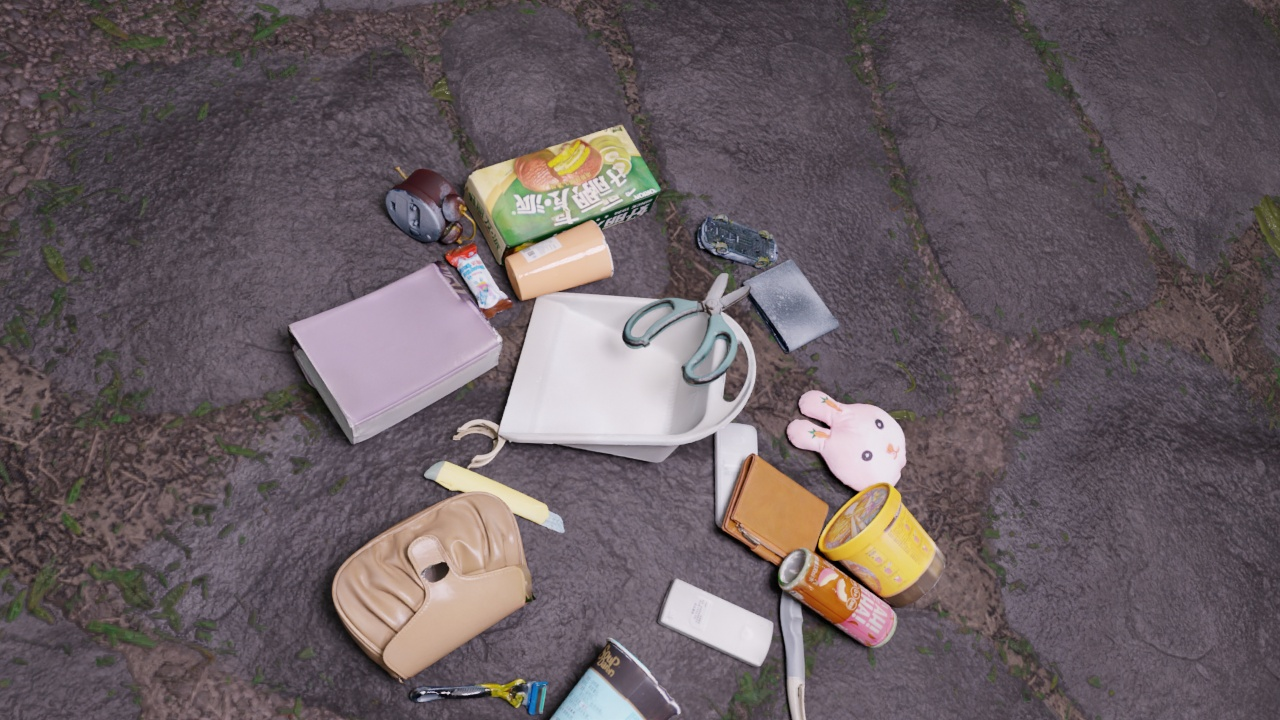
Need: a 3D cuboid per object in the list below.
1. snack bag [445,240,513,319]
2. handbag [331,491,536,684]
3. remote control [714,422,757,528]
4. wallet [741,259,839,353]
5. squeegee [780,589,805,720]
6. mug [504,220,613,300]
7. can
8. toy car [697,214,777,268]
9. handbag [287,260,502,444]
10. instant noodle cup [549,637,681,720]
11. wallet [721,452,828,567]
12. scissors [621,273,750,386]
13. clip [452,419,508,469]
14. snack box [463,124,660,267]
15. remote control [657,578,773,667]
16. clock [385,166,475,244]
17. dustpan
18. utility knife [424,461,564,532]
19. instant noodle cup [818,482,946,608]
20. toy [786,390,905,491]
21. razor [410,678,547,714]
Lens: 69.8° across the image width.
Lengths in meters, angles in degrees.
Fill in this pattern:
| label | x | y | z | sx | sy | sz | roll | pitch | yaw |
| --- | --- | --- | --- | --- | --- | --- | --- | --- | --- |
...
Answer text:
| label | x | y | z | sx | sy | sz | roll | pitch | yaw |
| --- | --- | --- | --- | --- | --- | --- | --- | --- | --- |
| snack bag | -0.204 | -0.101 | 1.159 | 0.045 | 0.026 | 0.105 | -29 | 80 | -29 |
| handbag | -0.215 | 0.232 | 0.972 | 0.204 | 0.100 | 0.147 | -29 | 82 | -22 |
| remote control | 0.121 | 0.145 | 1.155 | 0.056 | 0.020 | 0.135 | 6 | 69 | -14 |
| wallet | 0.209 | -0.077 | 1.280 | 0.097 | 0.019 | 0.121 | -26 | 76 | -27 |
| squeegee | 0.185 | 0.377 | 1.067 | 0.246 | 0.039 | 0.246 | 15 | 56 | -31 |
| mug | -0.106 | -0.123 | 1.169 | 0.122 | 0.078 | 0.078 | -21 | 75 | -15 |
| can | 0.234 | 0.283 | 1.094 | 0.147 | 0.058 | 0.057 | 36 | 61 | -15 |
| toy car | 0.137 | -0.164 | 1.285 | 0.120 | 0.037 | 0.054 | 14 | 63 | -22 |
| handbag | -0.281 | -0.014 | 1.058 | 0.196 | 0.099 | 0.145 | -30 | 81 | -25 |
| instant noodle cup | -0.037 | 0.376 | 0.970 | 0.111 | 0.111 | 0.120 | 45 | 72 | 5 |
| wallet | 0.167 | 0.192 | 1.128 | 0.131 | 0.031 | 0.107 | 35 | 62 | -20 |
| scissors | 0.052 | -0.047 | 1.108 | 0.177 | 0.019 | 0.174 | 10 | 58 | 18 |
| clip | -0.166 | 0.102 | 1.082 | 0.104 | 0.035 | 0.089 | 3 | 63 | -24 |
| snack box | -0.102 | -0.221 | 1.220 | 0.239 | 0.063 | 0.114 | -24 | 77 | -24 |
| remote control | 0.089 | 0.309 | 1.077 | 0.135 | 0.019 | 0.056 | 25 | 63 | -5 |
| clock | -0.260 | -0.188 | 1.147 | 0.122 | 0.082 | 0.055 | 30 | 56 | 5 |
| dustpan | -0.007 | 0.006 | 1.097 | 0.257 | 0.143 | 0.222 | 19 | 55 | -12 |
| utility knife | -0.165 | 0.158 | 1.066 | 0.175 | 0.019 | 0.030 | 24 | 67 | -5 |
| instant noodle cup | 0.301 | 0.230 | 1.126 | 0.114 | 0.119 | 0.118 | 45 | 62 | -3 |
| toy | 0.273 | 0.105 | 1.205 | 0.159 | 0.054 | 0.121 | 25 | 62 | 4 |
| razor | -0.172 | 0.355 | 0.978 | 0.142 | 0.022 | 0.043 | 4 | 110 | -12 |
